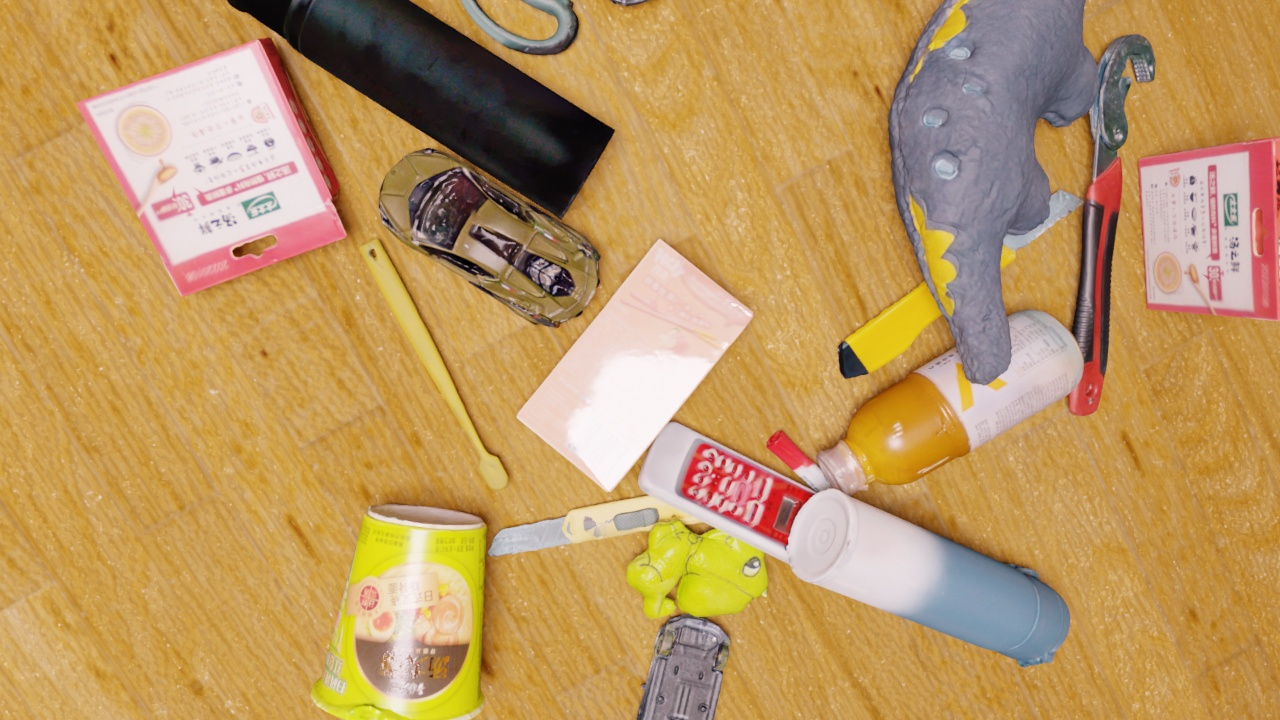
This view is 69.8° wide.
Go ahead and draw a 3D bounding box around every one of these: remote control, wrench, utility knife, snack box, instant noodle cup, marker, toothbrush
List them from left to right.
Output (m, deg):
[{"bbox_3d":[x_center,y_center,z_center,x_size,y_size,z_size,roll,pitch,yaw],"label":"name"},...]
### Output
[{"bbox_3d":[-0.260,-0.121,0.576,0.113,0.044,0.127,-20,112,-4],"label":"snack box"},{"bbox_3d":[-0.150,0.160,0.603,0.111,0.112,0.123,8,88,-7],"label":"instant noodle cup"},{"bbox_3d":[-0.139,0.005,0.627,0.015,0.016,0.190,-28,97,-2],"label":"toothbrush"},{"bbox_3d":[-0.007,0.114,0.657,0.204,0.021,0.031,-9,93,-1],"label":"utility knife"},{"bbox_3d":[-0.004,0.004,0.627,0.084,0.026,0.157,39,90,4],"label":"snack box"},{"bbox_3d":[0.066,0.093,0.644,0.136,0.020,0.055,27,67,-5],"label":"remote control"},{"bbox_3d":[0.148,0.105,0.669,0.145,0.017,0.017,43,90,-9],"label":"marker"},{"bbox_3d":[0.228,-0.056,0.659,0.216,0.015,0.033,-36,100,-1],"label":"utility knife"},{"bbox_3d":[0.333,-0.094,0.661,0.056,0.016,0.273,0,98,-28],"label":"wrench"},{"bbox_3d":[0.398,-0.089,0.618,0.044,0.127,0.113,-8,98,-6],"label":"snack box"}]

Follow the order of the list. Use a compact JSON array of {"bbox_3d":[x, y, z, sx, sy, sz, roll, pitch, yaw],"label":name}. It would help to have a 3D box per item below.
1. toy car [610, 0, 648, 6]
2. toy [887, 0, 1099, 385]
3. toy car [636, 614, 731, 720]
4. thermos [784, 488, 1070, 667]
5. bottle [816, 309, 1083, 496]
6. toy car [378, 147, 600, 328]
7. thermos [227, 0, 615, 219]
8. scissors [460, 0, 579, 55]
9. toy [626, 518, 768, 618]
[{"bbox_3d":[-0.005,-0.284,0.599,0.049,0.031,0.105,9,94,-7],"label":"toy car"},{"bbox_3d":[0.236,-0.168,0.603,0.138,0.091,0.356,21,86,-8],"label":"toy"},{"bbox_3d":[0.027,0.245,0.664,0.054,0.037,0.120,15,85,-7],"label":"toy car"},{"bbox_3d":[0.207,0.154,0.640,0.220,0.070,0.070,24,93,-22],"label":"thermos"},{"bbox_3d":[0.213,0.034,0.642,0.189,0.068,0.068,-30,99,-2],"label":"bottle"},{"bbox_3d":[-0.101,-0.081,0.609,0.158,0.042,0.070,30,92,-6],"label":"toy car"},{"bbox_3d":[-0.130,-0.192,0.580,0.242,0.068,0.089,33,76,-8],"label":"thermos"},{"bbox_3d":[-0.075,-0.290,0.598,0.171,0.019,0.170,-33,100,-3],"label":"scissors"},{"bbox_3d":[0.044,0.150,0.654,0.100,0.031,0.096,33,91,-14],"label":"toy"}]
